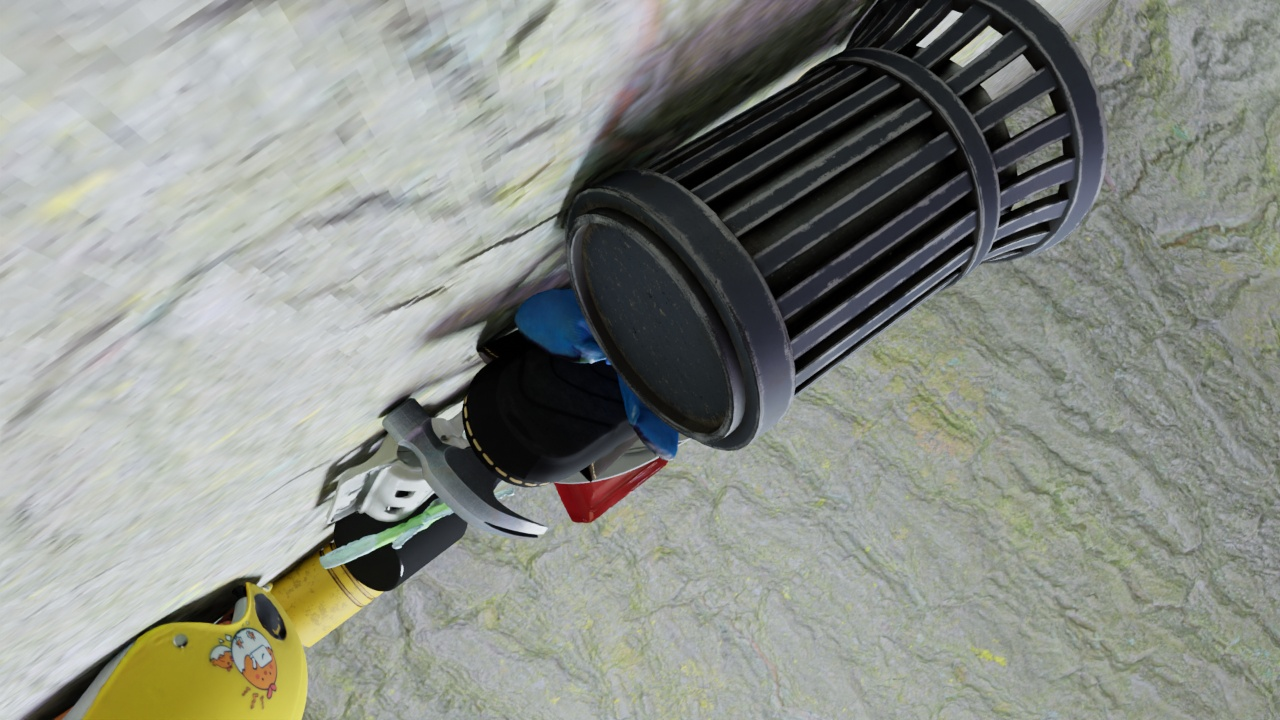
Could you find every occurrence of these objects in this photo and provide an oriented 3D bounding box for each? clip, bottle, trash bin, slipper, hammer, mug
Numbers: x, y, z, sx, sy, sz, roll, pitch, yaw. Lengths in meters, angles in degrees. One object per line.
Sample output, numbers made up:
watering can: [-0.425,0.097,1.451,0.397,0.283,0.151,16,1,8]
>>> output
clip: [-0.155,0.073,0.659,0.142,0.072,0.125,-25,173,-31]
bottle: [-0.267,0.193,0.879,0.163,0.071,0.071,-36,176,-12]
trash bin: [0.089,-0.071,0.462,0.227,0.164,0.165,-34,175,-22]
slipper: [-0.039,0.013,0.596,0.076,0.113,0.267,-40,-179,29]
hammer: [-0.062,0.029,0.693,0.025,0.118,0.332,-38,-177,25]
mug: [-0.206,0.133,0.800,0.087,0.078,0.114,-35,148,-53]

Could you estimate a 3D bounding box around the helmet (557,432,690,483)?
helmet: [-0.005,0.006,0.913,0.270,0.118,0.184,-30,-156,-28]

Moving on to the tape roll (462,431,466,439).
tape roll: [-0.145,0.053,0.804,0.093,0.013,0.093,-38,177,-2]

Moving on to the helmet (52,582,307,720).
helmet: [-0.341,0.284,0.705,0.209,0.139,0.240,-39,177,8]

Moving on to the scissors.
scissors: [-0.170,0.126,0.690,0.174,0.022,0.171,-18,179,0]

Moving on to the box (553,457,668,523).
box: [-0.091,0.094,1.141,0.157,0.153,0.168,-42,146,20]

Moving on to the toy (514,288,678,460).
toy: [-0.002,-0.036,0.542,0.071,0.113,0.175,-23,-146,47]
